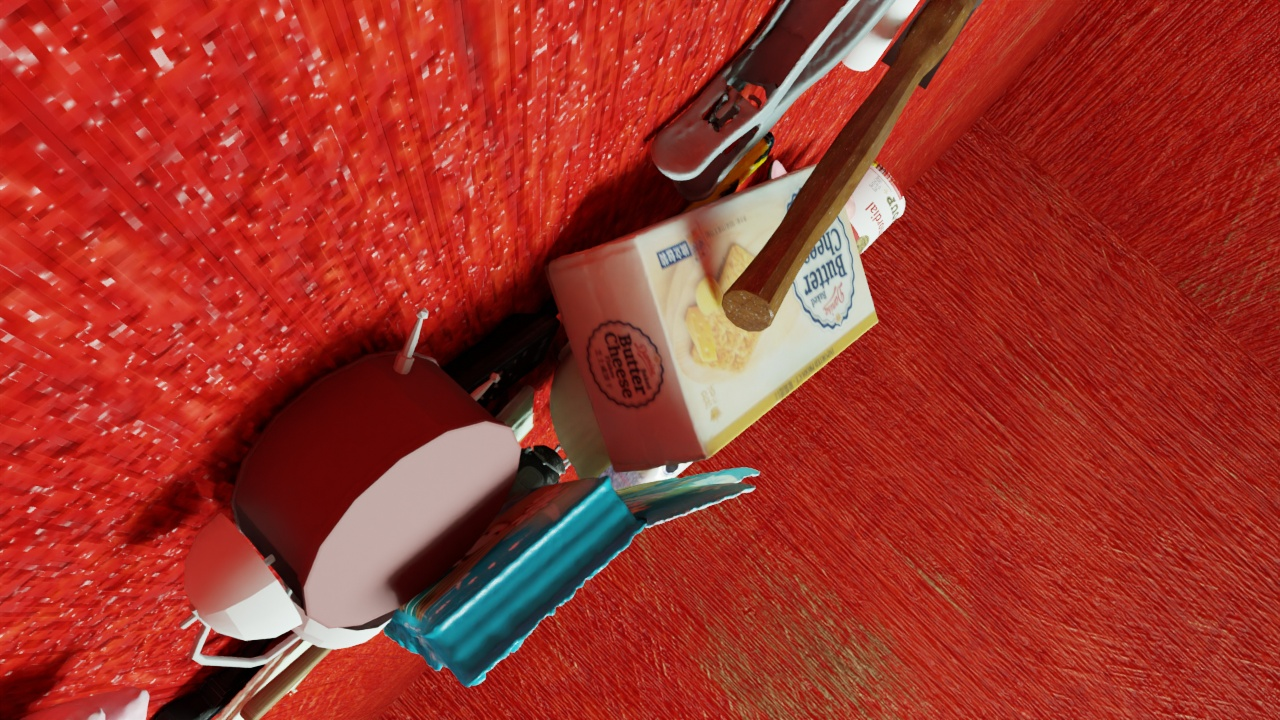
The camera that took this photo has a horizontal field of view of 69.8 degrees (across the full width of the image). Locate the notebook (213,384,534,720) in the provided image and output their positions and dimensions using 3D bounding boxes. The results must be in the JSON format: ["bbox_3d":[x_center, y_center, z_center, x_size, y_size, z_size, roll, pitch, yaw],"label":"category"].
[{"bbox_3d":[-0.156,0.123,0.591,0.252,0.010,0.182,-48,178,-12],"label":"notebook"}]

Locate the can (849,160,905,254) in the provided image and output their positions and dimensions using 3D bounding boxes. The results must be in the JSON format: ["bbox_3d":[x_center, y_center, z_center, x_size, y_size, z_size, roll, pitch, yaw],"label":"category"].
[{"bbox_3d":[0.182,-0.133,0.880,0.116,0.086,0.087,-44,173,-6],"label":"can"}]

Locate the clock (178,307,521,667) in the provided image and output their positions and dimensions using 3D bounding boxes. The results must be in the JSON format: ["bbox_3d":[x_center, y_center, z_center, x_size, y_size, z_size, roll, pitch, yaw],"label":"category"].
[{"bbox_3d":[-0.100,0.053,0.326,0.137,0.048,0.096,-48,157,-6],"label":"clock"}]

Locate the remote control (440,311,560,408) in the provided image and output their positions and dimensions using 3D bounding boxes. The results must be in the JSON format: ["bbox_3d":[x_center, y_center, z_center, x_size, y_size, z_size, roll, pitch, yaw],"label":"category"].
[{"bbox_3d":[-0.098,0.025,0.401,0.150,0.022,0.047,-39,172,-32],"label":"remote control"}]

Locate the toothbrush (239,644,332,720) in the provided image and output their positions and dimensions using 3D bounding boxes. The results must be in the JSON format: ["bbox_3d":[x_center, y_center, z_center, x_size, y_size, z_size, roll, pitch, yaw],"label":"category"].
[{"bbox_3d":[-0.164,0.149,0.518,0.016,0.016,0.166,-49,177,24],"label":"toothbrush"}]

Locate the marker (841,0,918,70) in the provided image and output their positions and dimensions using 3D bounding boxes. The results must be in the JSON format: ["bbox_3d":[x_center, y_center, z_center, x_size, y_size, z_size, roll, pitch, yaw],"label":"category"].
[{"bbox_3d":[0.142,-0.204,0.474,0.133,0.023,0.027,122,-8,-63],"label":"marker"}]

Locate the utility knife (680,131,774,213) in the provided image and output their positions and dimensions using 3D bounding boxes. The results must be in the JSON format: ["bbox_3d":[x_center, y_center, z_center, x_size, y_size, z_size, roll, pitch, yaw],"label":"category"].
[{"bbox_3d":[0.024,-0.079,0.550,0.162,0.017,0.030,-42,164,-7],"label":"utility knife"}]

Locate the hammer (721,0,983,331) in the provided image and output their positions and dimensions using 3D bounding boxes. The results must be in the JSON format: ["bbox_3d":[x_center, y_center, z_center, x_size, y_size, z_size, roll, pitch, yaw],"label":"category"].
[{"bbox_3d":[0.128,-0.135,0.481,0.322,0.033,0.116,-54,176,-29],"label":"hammer"}]

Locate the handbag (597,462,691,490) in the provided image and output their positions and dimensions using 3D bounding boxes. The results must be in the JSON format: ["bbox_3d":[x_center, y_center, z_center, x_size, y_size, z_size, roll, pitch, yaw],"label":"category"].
[{"bbox_3d":[0.024,0.033,0.713,0.159,0.069,0.126,-45,-144,10],"label":"handbag"}]

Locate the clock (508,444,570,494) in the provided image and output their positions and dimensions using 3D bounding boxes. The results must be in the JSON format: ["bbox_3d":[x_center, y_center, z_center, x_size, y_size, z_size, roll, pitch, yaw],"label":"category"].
[{"bbox_3d":[-0.093,0.095,0.615,0.122,0.044,0.091,-50,178,-28],"label":"clock"}]

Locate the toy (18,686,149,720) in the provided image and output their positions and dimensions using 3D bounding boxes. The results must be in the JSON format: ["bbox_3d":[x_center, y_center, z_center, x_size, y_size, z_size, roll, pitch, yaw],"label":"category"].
[{"bbox_3d":[-0.210,0.149,0.312,0.096,0.053,0.099,-48,173,3],"label":"toy"}]

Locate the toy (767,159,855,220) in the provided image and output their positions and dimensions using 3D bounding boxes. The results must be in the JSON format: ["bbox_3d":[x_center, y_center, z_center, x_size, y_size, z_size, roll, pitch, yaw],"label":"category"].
[{"bbox_3d":[0.118,-0.084,0.729,0.212,0.084,0.142,-33,137,-70],"label":"toy"}]

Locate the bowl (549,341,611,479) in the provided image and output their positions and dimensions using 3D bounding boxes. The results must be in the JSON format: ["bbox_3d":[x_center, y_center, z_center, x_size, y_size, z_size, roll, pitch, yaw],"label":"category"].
[{"bbox_3d":[-0.003,0.003,0.586,0.150,0.075,0.151,-42,177,-2],"label":"bowl"}]

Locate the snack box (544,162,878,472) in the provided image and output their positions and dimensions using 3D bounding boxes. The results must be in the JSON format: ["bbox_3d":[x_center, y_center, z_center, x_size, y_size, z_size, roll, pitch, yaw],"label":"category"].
[{"bbox_3d":[0.049,-0.032,0.477,0.058,0.104,0.207,-11,-168,39],"label":"snack box"}]

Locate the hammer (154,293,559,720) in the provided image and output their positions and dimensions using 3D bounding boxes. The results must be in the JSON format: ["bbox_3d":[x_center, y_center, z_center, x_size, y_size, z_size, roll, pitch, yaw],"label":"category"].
[{"bbox_3d":[-0.145,0.086,0.499,0.325,0.015,0.095,-47,174,12],"label":"hammer"}]

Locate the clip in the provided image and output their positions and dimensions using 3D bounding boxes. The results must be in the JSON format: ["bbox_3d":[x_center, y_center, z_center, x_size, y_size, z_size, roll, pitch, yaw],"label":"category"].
[{"bbox_3d":[0.065,-0.137,0.392,0.163,0.028,0.107,-48,172,11],"label":"clip"}]

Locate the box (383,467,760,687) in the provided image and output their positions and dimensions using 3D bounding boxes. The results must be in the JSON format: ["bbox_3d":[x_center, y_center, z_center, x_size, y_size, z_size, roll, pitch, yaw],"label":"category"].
[{"bbox_3d":[-0.044,0.084,0.458,0.184,0.056,0.227,-27,180,-25],"label":"box"}]
